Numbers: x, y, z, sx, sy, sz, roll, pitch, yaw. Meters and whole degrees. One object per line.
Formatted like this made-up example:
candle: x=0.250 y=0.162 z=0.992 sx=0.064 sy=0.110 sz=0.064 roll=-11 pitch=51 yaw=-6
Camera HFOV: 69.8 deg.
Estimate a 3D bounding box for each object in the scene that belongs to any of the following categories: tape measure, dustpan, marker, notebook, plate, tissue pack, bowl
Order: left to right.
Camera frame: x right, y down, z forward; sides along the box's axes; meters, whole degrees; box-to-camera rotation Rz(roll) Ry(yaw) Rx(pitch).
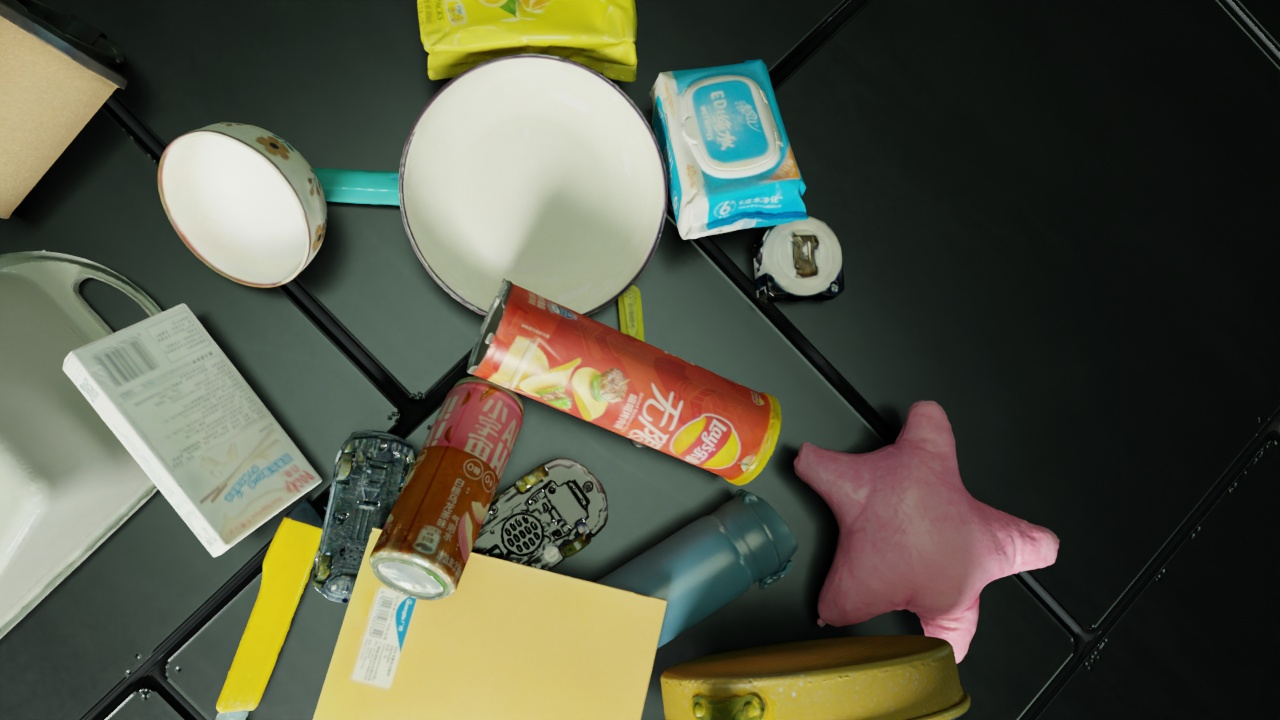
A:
dustpan: x=-0.446 y=0.056 z=0.625 sx=0.258 sy=0.142 sz=0.222 roll=-42 pitch=92 yaw=19
bowl: x=-0.263 y=-0.114 z=0.632 sx=0.113 sy=0.114 sz=0.062 roll=31 pitch=39 yaw=-5
notebook: x=-0.098 y=0.204 z=0.600 sx=0.206 sy=0.010 sz=0.145 roll=13 pitch=74 yaw=1
plate: x=-0.077 y=-0.122 z=0.670 sx=0.192 sy=0.039 sz=0.192 roll=-1 pitch=96 yaw=-12
marker: x=-0.004 y=0.004 z=0.693 sx=0.018 sy=0.015 sz=0.124 roll=-4 pitch=87 yaw=-6
tissue pack: x=0.063 y=-0.156 z=0.680 sx=0.090 sy=0.063 sz=0.140 roll=-10 pitch=70 yaw=-6
tape measure: x=0.121 y=-0.078 z=0.710 sx=0.065 sy=0.034 sz=0.066 roll=-5 pitch=86 yaw=-10

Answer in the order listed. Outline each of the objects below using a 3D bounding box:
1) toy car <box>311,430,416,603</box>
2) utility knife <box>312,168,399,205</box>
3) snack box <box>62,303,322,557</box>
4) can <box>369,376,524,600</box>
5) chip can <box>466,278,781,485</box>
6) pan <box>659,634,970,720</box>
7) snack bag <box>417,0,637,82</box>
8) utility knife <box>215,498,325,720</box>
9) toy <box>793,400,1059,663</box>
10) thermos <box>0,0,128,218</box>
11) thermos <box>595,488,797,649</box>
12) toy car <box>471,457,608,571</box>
toy car: x=-0.193 y=0.109 z=0.642 sx=0.054 sy=0.037 sz=0.120 roll=12 pitch=88 yaw=-26
utility knife: x=-0.193 y=-0.129 z=0.679 sx=0.160 sy=0.013 sz=0.029 roll=1 pitch=81 yaw=-7
snack box: x=-0.294 y=0.044 z=0.611 sx=0.157 sy=0.027 sz=0.084 roll=54 pitch=39 yaw=-5
can: x=-0.126 y=0.083 z=0.613 sx=0.058 sy=0.058 sz=0.147 roll=22 pitch=51 yaw=-6
chip can: x=-0.010 y=0.018 z=0.646 sx=0.216 sy=0.073 sz=0.073 roll=23 pitch=81 yaw=-14
pan: x=0.060 y=0.223 z=0.535 sx=0.356 sy=0.198 sz=0.078 roll=8 pitch=70 yaw=-49
snack bag: x=-0.092 y=-0.325 z=0.684 sx=0.158 sy=0.068 sz=0.246 roll=-5 pitch=85 yaw=-8
utility knife: x=-0.259 y=0.180 z=0.637 sx=0.033 sy=0.015 sz=0.173 roll=20 pitch=82 yaw=-7
toy: x=0.191 y=0.129 z=0.683 sx=0.178 sy=0.074 sz=0.194 roll=-43 pitch=88 yaw=0
thermos: x=-0.417 y=-0.172 z=0.616 sx=0.093 sy=0.093 sz=0.143 roll=32 pitch=90 yaw=-4
thermos: x=0.010 y=0.171 z=0.654 sx=0.220 sy=0.070 sz=0.070 roll=-29 pitch=89 yaw=-10
toy car: x=-0.094 y=0.131 z=0.653 sx=0.158 sy=0.042 sz=0.070 roll=-33 pitch=90 yaw=-7
